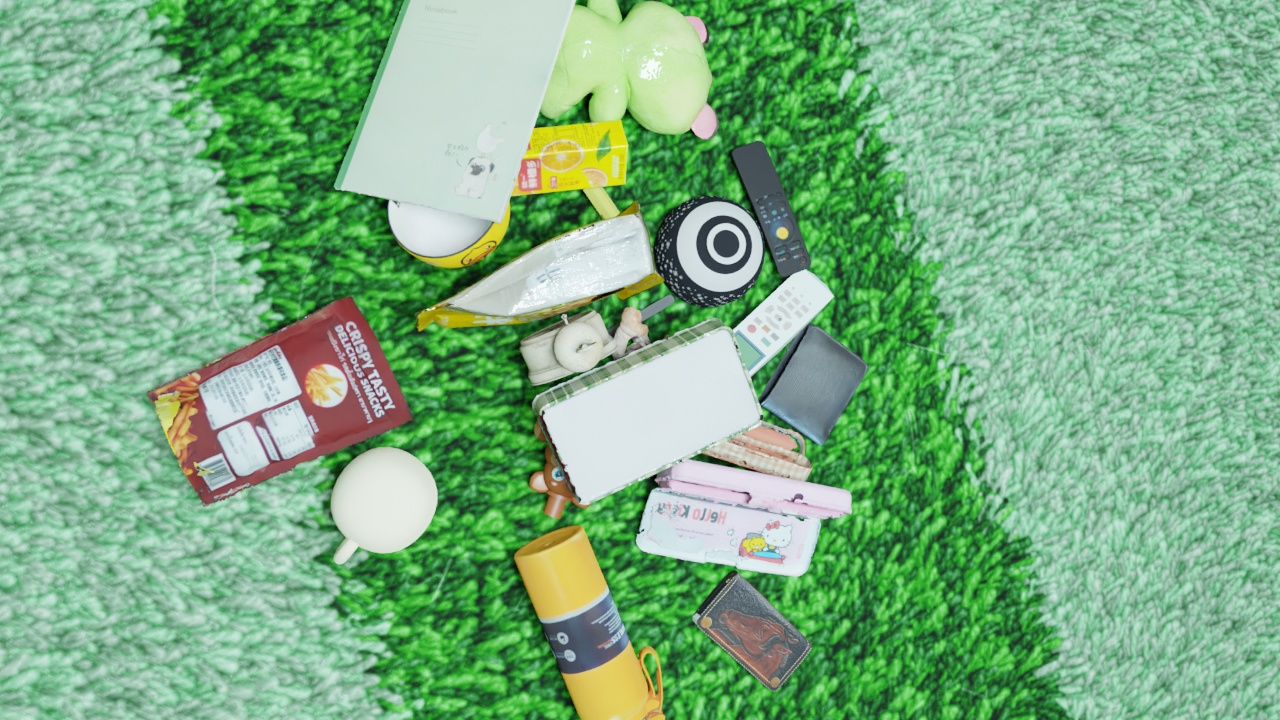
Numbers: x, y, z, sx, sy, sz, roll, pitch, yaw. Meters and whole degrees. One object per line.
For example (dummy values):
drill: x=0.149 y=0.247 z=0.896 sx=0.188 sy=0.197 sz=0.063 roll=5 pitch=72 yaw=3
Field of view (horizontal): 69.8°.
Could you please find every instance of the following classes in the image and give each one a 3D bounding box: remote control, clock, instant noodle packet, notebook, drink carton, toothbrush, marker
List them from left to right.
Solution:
notebook: x=-0.179 y=-0.264 z=0.891 sx=0.182 sy=0.010 sz=0.252 roll=13 pitch=78 yaw=16
instant noodle packet: x=-0.107 y=-0.070 z=0.877 sx=0.221 sy=0.163 sz=0.084 roll=-20 pitch=94 yaw=-14
drink carton: x=-0.083 y=-0.205 z=0.931 sx=0.134 sy=0.059 sz=0.043 roll=-8 pitch=58 yaw=-9
clock: x=-0.069 y=-0.017 z=0.883 sx=0.092 sy=0.141 sz=0.054 roll=-25 pitch=98 yaw=-16
toothbrush: x=-0.034 y=-0.027 z=0.972 sx=0.167 sy=0.013 sz=0.013 roll=-31 pitch=95 yaw=-14
marker: x=-0.021 y=-0.137 z=0.974 sx=0.124 sy=0.018 sz=0.021 roll=55 pitch=33 yaw=-7
remote control: x=0.143 y=-0.166 z=1.008 sx=0.041 sy=0.020 sz=0.152 roll=-21 pitch=87 yaw=-11
remote control: x=0.148 y=-0.040 z=1.006 sx=0.143 sy=0.024 sz=0.049 roll=-42 pitch=76 yaw=-12

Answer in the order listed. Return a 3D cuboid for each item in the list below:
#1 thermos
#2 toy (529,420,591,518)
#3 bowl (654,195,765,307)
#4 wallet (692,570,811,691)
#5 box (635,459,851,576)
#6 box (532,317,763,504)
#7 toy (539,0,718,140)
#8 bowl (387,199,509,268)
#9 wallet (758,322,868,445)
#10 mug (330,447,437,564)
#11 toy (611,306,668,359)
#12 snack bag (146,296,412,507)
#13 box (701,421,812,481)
thermos: x=-0.043 y=0.285 z=0.922 sx=0.092 sy=0.076 sz=0.232 roll=-20 pitch=93 yaw=22
toy: x=-0.069 y=0.099 z=0.934 sx=0.095 sy=0.065 sz=0.127 roll=21 pitch=89 yaw=-7
bowl: x=0.080 y=-0.119 z=0.974 sx=0.120 sy=0.066 sz=0.120 roll=0 pitch=88 yaw=-14
wallet: x=0.122 y=0.294 z=0.996 sx=0.123 sy=0.019 sz=0.072 roll=44 pitch=83 yaw=-9
box: x=0.107 y=0.155 z=0.969 sx=0.201 sy=0.147 sz=0.077 roll=13 pitch=45 yaw=-13
box: x=0.008 y=0.049 z=0.890 sx=0.205 sy=0.051 sz=0.118 roll=-25 pitch=109 yaw=-5
toy: x=-0.013 y=-0.307 z=0.943 sx=0.197 sy=0.107 sz=0.150 roll=-2 pitch=88 yaw=-5
bowl: x=-0.180 y=-0.142 z=0.900 sx=0.117 sy=0.067 sz=0.117 roll=-3 pitch=74 yaw=11
wallet: x=0.195 y=0.024 z=1.020 sx=0.089 sy=0.026 sz=0.115 roll=33 pitch=81 yaw=-13
mug: x=-0.249 y=0.142 z=0.867 sx=0.096 sy=0.100 sz=0.120 roll=39 pitch=80 yaw=-10
toy: x=-0.006 y=0.005 z=0.946 sx=0.085 sy=0.074 sz=0.106 roll=31 pitch=96 yaw=-11
snack bag: x=-0.338 y=0.040 z=0.869 sx=0.207 sy=0.067 sz=0.139 roll=-26 pitch=100 yaw=-16
box: x=0.095 y=0.081 z=0.977 sx=0.187 sy=0.082 sz=0.042 roll=19 pitch=110 yaw=-15
